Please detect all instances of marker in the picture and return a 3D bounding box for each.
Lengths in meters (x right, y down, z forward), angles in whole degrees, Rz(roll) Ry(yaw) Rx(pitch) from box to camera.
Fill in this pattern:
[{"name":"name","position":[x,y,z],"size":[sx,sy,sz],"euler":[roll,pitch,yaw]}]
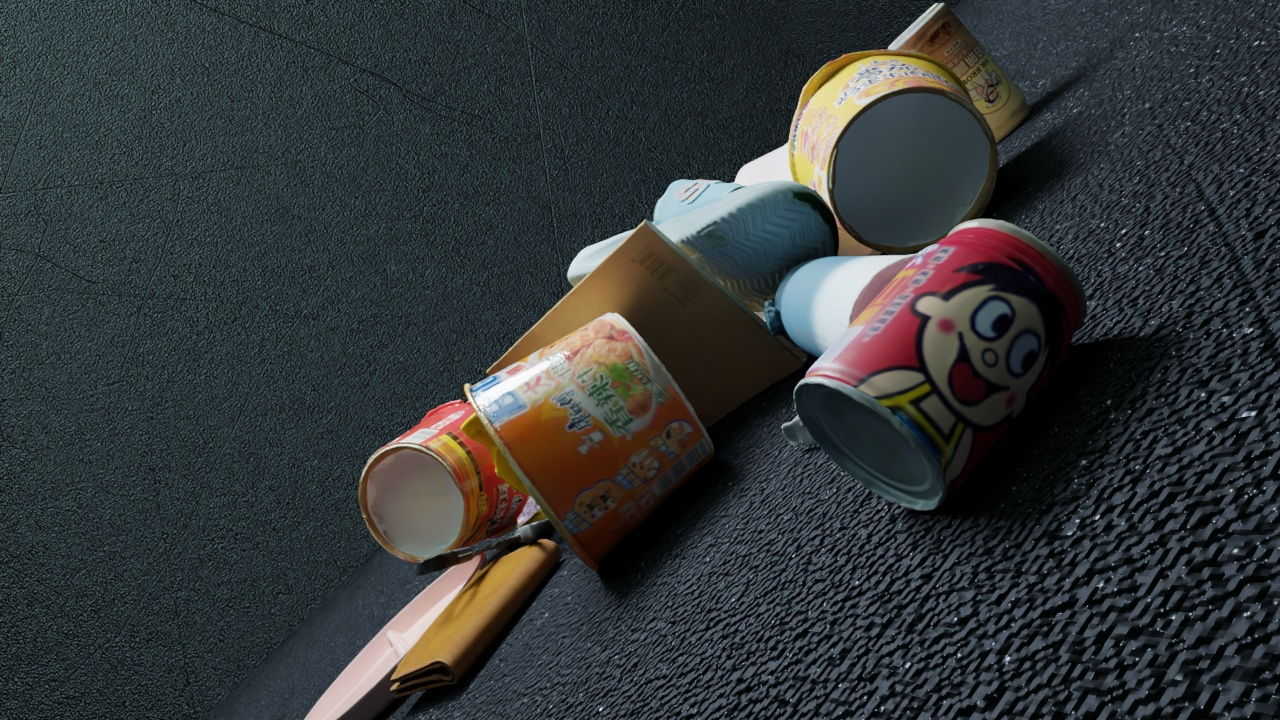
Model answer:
[{"name":"marker","position":[-0.123,0.175,0.883],"size":[0.018,0.015,0.124],"euler":[3,-33,-40]}]

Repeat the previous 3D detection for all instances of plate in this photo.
[{"name":"plate","position":[-0.220,0.266,0.843],"size":[0.229,0.028,0.229],"euler":[-43,5,5]}]

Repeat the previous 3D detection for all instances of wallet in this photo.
[{"name":"wallet","position":[-0.131,0.197,0.704],"size":[0.119,0.035,0.130],"euler":[-37,7,45]}]

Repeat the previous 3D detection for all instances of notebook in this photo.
[{"name":"notebook","position":[-0.004,0.004,0.682],"size":[0.212,0.149,0.012],"euler":[-38,19,40]}]

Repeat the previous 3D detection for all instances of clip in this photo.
[{"name":"clip","position":[0.093,0.031,0.468],"size":[0.027,0.024,0.056],"euler":[-41,-1,-11]}]

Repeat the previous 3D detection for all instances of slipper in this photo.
[{"name":"slipper","position":[0.042,-0.083,0.674],"size":[0.246,0.104,0.074],"euler":[-9,54,48]}]

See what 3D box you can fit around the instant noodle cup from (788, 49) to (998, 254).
[{"name":"instant noodle cup","position":[0.175,-0.139,0.631],"size":[0.138,0.138,0.109],"euler":[-41,14,19]}]

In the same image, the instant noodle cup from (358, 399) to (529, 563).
[{"name":"instant noodle cup","position":[-0.179,0.112,0.827],"size":[0.138,0.138,0.108],"euler":[-41,-6,21]}]

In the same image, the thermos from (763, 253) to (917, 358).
[{"name":"thermos","position":[0.116,-0.024,0.497],"size":[0.070,0.070,0.220],"euler":[-43,6,2]}]

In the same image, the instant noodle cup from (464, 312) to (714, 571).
[{"name":"instant noodle cup","position":[-0.029,0.047,0.611],"size":[0.111,0.151,0.151],"euler":[-35,5,-6]}]

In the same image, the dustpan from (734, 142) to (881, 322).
[{"name":"dustpan","position":[0.170,-0.105,0.840],"size":[0.223,0.138,0.273],"euler":[-7,61,60]}]

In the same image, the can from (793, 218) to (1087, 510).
[{"name":"can","position":[0.111,0.000,0.338],"size":[0.093,0.066,0.067],"euler":[-45,6,-16]}]

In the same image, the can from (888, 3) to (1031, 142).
[{"name":"can","position":[0.261,-0.232,0.755],"size":[0.058,0.116,0.058],"euler":[-43,5,5]}]

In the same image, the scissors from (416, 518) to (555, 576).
[{"name":"scissors","position":[-0.122,0.156,0.766],"size":[0.159,0.014,0.181],"euler":[-11,-13,-37]}]

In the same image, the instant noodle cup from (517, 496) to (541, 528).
[{"name":"instant noodle cup","position":[-0.067,0.092,0.924],"size":[0.138,0.060,0.173],"euler":[-38,9,38]}]

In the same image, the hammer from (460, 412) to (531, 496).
[{"name":"hammer","position":[-0.006,0.002,0.779],"size":[0.301,0.129,0.033],"euler":[-44,6,3]}]

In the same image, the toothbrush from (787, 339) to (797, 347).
[{"name":"toothbrush","position":[0.105,-0.008,0.697],"size":[0.018,0.016,0.192],"euler":[-35,1,-30]}]
